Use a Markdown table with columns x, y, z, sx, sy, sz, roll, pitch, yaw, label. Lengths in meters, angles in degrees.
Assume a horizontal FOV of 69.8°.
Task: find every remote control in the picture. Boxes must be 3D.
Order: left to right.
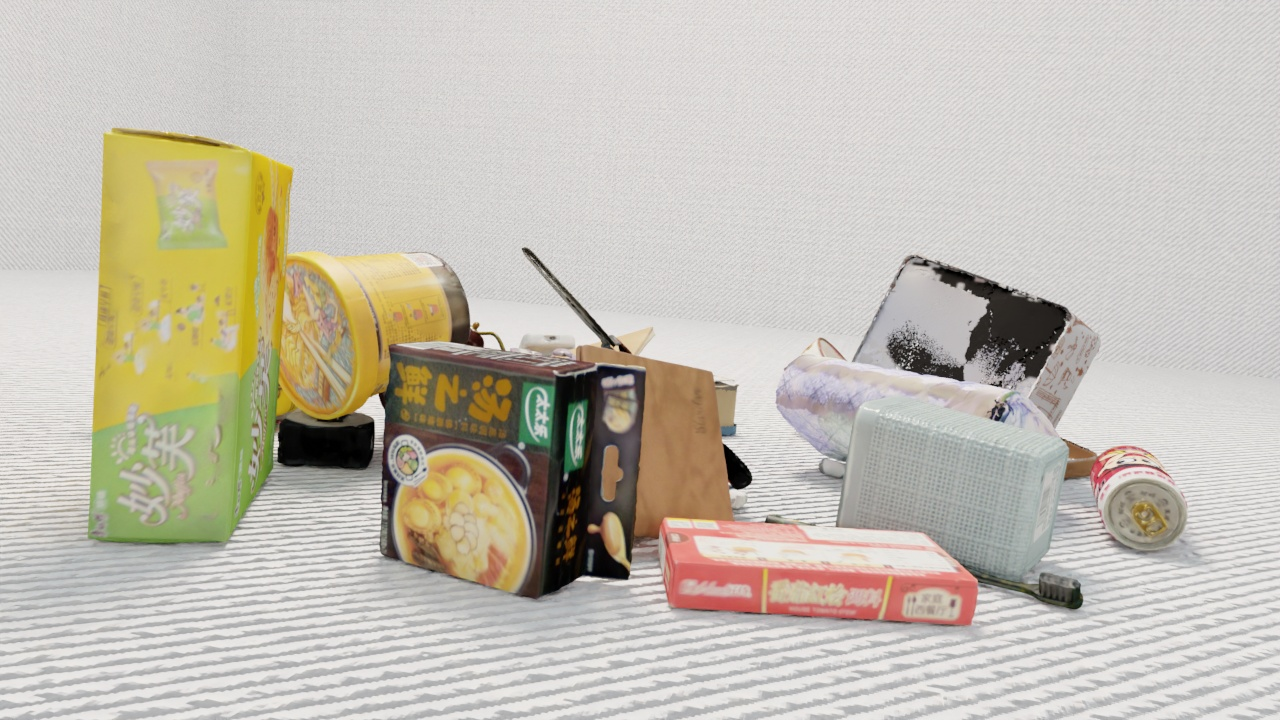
| x | y | z | sx | sy | sz | roll | pitch | yaw | label |
| --- | --- | --- | --- | --- | --- | --- | --- | --- | --- |
| -0.109 | 0.006 | 0.976 | 0.055 | 0.020 | 0.136 | 0 | -25 | -18 | remote control |

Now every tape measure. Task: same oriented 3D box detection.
| x | y | z | sx | sy | sz | roll | pitch | yaw | label |
| --- | --- | --- | --- | --- | --- | --- | --- | --- | --- |
| -0.229 | 0.056 | 0.675 | 0.065 | 0.033 | 0.066 | 5 | 7 | -13 | tape measure |

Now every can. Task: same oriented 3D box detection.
| x | y | z | sx | sy | sz | roll | pitch | yaw | label |
| --- | --- | --- | --- | --- | --- | --- | --- | --- | --- |
| 0.358 | 0.097 | 0.665 | 0.053 | 0.053 | 0.132 | 8 | 7 | 23 | can |

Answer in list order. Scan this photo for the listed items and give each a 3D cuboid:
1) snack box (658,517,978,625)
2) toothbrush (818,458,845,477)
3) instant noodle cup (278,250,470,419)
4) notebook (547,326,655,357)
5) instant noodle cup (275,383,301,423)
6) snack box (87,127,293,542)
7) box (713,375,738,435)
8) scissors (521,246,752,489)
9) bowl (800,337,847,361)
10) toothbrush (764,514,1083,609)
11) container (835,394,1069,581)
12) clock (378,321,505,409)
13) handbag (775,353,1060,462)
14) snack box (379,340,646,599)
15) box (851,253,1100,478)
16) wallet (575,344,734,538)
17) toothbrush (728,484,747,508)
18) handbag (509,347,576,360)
| x | y | z | sx | sy | sz | roll | pitch | yaw | label |
| --- | --- | --- | --- | --- | --- | --- | --- | --- | --- |
| 0.088 | 0.109 | 0.481 | 0.153 | 0.025 | 0.075 | 4 | 7 | -4 | snack box |
| 0.213 | 0.100 | 0.707 | 0.016 | 0.016 | 0.180 | 7 | 3 | -41 | toothbrush |
| -0.199 | -0.028 | 0.681 | 0.119 | 0.118 | 0.114 | 10 | 19 | 37 | instant noodle cup |
| -0.098 | 0.014 | 0.852 | 0.212 | 0.012 | 0.149 | -15 | 11 | 13 | notebook |
| -0.346 | 0.006 | 0.741 | 0.116 | 0.116 | 0.123 | 7 | 19 | 25 | instant noodle cup |
| -0.251 | -0.018 | 0.528 | 0.070 | 0.210 | 0.158 | 5 | 7 | -14 | snack box |
| 0.014 | 0.041 | 0.904 | 0.184 | 0.060 | 0.090 | 4 | 7 | -29 | box |
| 0.003 | 0.010 | 0.633 | 0.211 | 0.021 | 0.222 | 43 | -5 | 46 | scissors |
| 0.194 | 0.039 | 0.941 | 0.062 | 0.113 | 0.113 | -39 | -10 | 20 | bowl |
| 0.157 | 0.113 | 0.536 | 0.186 | 0.017 | 0.012 | 9 | 44 | 33 | toothbrush |
| 0.195 | 0.078 | 0.570 | 0.112 | 0.090 | 0.089 | 13 | 10 | 33 | container |
| -0.163 | 0.016 | 0.768 | 0.122 | 0.082 | 0.055 | -23 | -17 | 14 | clock |
| 0.217 | 0.055 | 0.726 | 0.194 | 0.075 | 0.134 | 10 | -21 | 48 | handbag |
| -0.068 | 0.052 | 0.467 | 0.126 | 0.113 | 0.053 | 8 | 8 | 26 | snack box |
| 0.334 | 0.021 | 0.865 | 0.193 | 0.157 | 0.183 | 18 | 11 | -42 | box |
| 0.008 | 0.050 | 0.543 | 0.101 | 0.115 | 0.020 | 11 | -27 | -32 | wallet |
| 0.018 | 0.098 | 0.576 | 0.018 | 0.016 | 0.180 | 20 | 13 | 34 | toothbrush |
| -0.078 | 0.045 | 0.648 | 0.145 | 0.098 | 0.197 | -2 | 7 | -12 | handbag |
